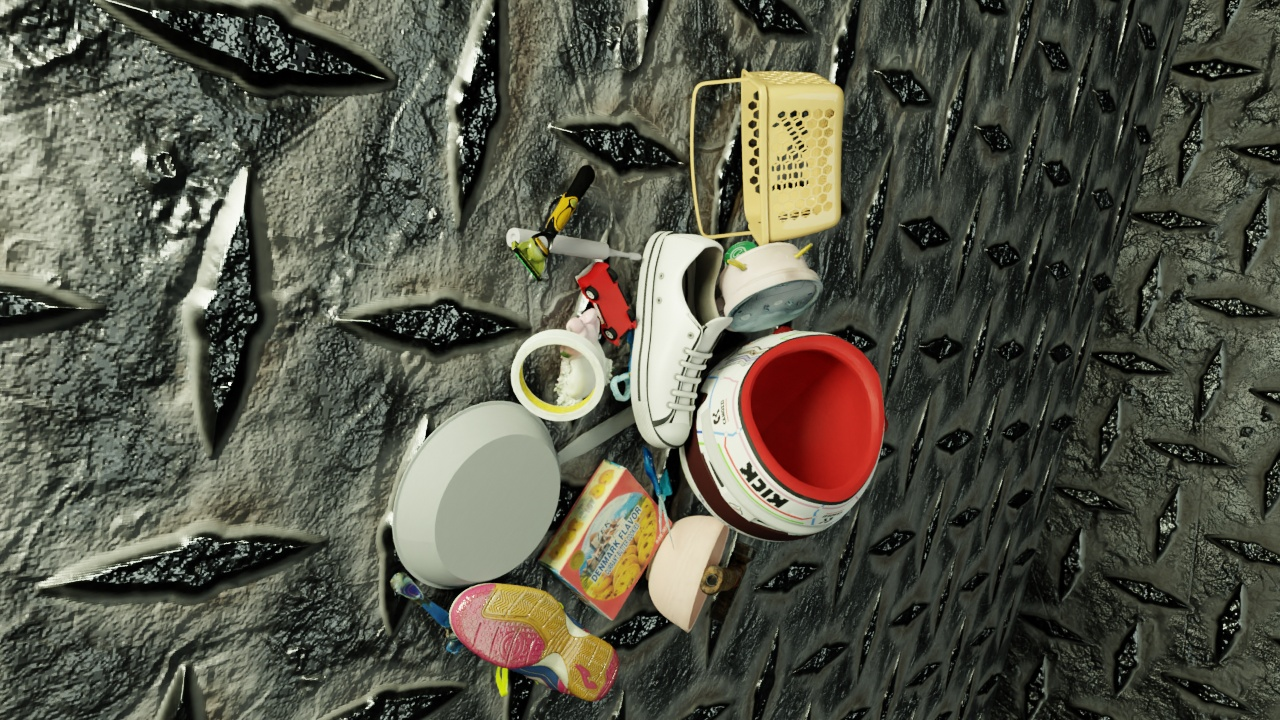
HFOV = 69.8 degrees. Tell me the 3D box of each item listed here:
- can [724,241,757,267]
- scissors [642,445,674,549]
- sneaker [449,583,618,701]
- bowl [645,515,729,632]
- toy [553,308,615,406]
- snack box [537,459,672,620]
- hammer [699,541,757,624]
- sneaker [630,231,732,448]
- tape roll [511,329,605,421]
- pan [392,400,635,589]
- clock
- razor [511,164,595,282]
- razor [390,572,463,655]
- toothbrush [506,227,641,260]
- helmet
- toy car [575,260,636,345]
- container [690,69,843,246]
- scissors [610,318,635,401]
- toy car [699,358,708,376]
[{"bbox_3d":[0.144,-0.102,1.166,0.053,0.053,0.101,-56,139,-19],"label":"can"},{"bbox_3d":[0.020,0.160,1.111,0.129,0.014,0.119,-84,153,-57],"label":"scissors"},{"bbox_3d":[-0.128,0.304,0.988,0.242,0.091,0.116,44,67,-38],"label":"sneaker"},{"bbox_3d":[0.054,0.261,1.172,0.153,0.076,0.153,20,89,-76],"label":"bowl"},{"bbox_3d":[-0.063,-0.004,0.964,0.095,0.041,0.109,-48,145,-49],"label":"toy"},{"bbox_3d":[-0.038,0.214,1.086,0.142,0.040,0.145,-56,139,-19],"label":"snack box"},{"bbox_3d":[0.108,0.294,1.200,0.330,0.033,0.120,49,62,-74],"label":"hammer"},{"bbox_3d":[0.057,-0.023,1.022,0.091,0.097,0.245,12,83,-54],"label":"sneaker"},{"bbox_3d":[-0.082,0.016,0.918,0.019,0.094,0.094,-80,169,-65],"label":"tape roll"},{"bbox_3d":[-0.102,0.116,0.974,0.355,0.051,0.201,-24,122,-40],"label":"pan"},{"bbox_3d":[0.147,-0.079,1.088,0.116,0.058,0.158,-15,158,-8],"label":"clock"},{"bbox_3d":[-0.079,-0.141,0.891,0.044,0.021,0.143,53,49,-34],"label":"razor"},{"bbox_3d":[-0.206,0.252,0.918,0.043,0.018,0.141,-53,138,-21],"label":"razor"},{"bbox_3d":[-0.061,-0.115,0.941,0.187,0.019,0.018,1,84,-50],"label":"toothbrush"},{"bbox_3d":[0.161,0.101,1.124,0.313,0.231,0.237,-47,180,-43],"label":"helmet"},{"bbox_3d":[-0.035,-0.061,0.983,0.038,0.025,0.089,-46,130,-28],"label":"toy car"},{"bbox_3d":[0.140,-0.237,1.063,0.167,0.129,0.184,-7,118,-4],"label":"container"},{"bbox_3d":[-0.007,0.008,1.036,0.130,0.014,0.125,-42,125,-57],"label":"scissors"},{"bbox_3d":[0.058,0.008,1.121,0.091,0.036,0.042,-23,121,-44],"label":"toy car"}]
